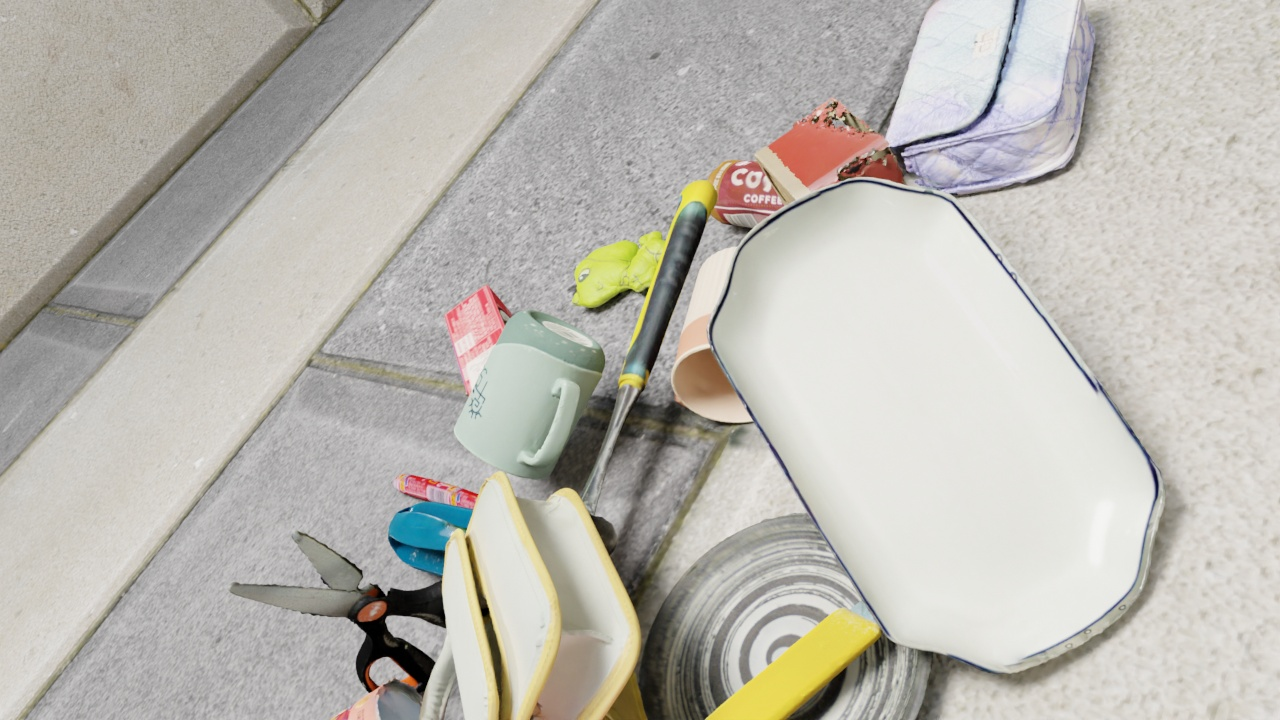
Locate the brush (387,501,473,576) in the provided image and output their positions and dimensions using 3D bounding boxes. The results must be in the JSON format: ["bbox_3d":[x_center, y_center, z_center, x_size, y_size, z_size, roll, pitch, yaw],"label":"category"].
[{"bbox_3d":[-0.146,0.138,0.702,0.144,0.073,0.055,2,69,41],"label":"brush"}]

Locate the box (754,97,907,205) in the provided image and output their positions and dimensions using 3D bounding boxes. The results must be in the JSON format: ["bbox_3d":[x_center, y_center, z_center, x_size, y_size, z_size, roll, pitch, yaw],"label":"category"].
[{"bbox_3d":[0.152,-0.083,0.591,0.077,0.168,0.091,-34,37,8],"label":"box"}]

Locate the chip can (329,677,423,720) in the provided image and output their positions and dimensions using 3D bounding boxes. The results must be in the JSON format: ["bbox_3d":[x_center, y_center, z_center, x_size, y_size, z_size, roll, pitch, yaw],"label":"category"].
[{"bbox_3d":[-0.236,0.300,0.615,0.215,0.071,0.071,-34,37,7],"label":"chip can"}]

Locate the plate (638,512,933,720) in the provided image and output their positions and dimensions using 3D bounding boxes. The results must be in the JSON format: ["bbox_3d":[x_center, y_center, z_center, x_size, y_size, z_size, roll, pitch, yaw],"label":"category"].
[{"bbox_3d":[0.080,0.168,0.518,0.180,0.024,0.179,-25,40,22],"label":"plate"}]

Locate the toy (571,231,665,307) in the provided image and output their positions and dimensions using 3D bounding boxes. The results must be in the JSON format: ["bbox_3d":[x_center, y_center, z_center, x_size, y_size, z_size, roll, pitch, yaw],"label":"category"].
[{"bbox_3d":[-0.018,-0.086,0.859,0.100,0.031,0.096,12,60,42],"label":"toy"}]

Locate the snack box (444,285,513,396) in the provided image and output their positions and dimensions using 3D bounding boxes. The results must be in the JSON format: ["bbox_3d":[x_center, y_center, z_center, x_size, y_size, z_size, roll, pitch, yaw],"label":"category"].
[{"bbox_3d":[-0.128,0.010,0.834,0.058,0.057,0.207,-35,36,3],"label":"snack box"}]

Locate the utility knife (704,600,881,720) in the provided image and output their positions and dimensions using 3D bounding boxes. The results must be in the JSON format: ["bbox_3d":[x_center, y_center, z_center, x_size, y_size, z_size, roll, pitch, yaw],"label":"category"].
[{"bbox_3d":[0.069,0.180,0.481,0.168,0.015,0.033,-40,44,1],"label":"utility knife"}]

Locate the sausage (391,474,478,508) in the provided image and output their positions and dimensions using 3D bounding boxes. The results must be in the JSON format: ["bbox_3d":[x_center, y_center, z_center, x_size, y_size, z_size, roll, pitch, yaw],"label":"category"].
[{"bbox_3d":[-0.172,0.115,0.793,0.156,0.020,0.020,6,56,44],"label":"sausage"}]

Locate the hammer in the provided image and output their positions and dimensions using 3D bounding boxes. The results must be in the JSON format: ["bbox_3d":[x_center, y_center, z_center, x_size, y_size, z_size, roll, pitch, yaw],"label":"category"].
[{"bbox_3d":[-0.004,0.004,0.679,0.126,0.032,0.322,-41,26,62],"label":"hammer"}]

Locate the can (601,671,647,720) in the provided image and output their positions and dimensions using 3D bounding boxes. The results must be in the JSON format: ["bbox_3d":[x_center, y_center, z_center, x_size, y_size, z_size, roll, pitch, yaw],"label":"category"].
[{"bbox_3d":[-0.045,0.215,0.534,0.083,0.057,0.102,-49,33,20],"label":"can"}]

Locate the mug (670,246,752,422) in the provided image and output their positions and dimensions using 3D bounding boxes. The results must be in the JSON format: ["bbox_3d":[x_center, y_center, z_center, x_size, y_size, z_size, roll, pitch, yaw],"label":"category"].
[{"bbox_3d":[0.064,-0.013,0.681,0.115,0.081,0.105,-46,21,47],"label":"mug"}]

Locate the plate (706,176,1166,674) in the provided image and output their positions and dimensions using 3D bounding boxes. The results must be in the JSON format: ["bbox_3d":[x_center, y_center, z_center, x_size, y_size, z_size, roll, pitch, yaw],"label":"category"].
[{"bbox_3d":[0.148,0.028,0.486,0.162,0.034,0.265,-31,75,-2],"label":"plate"}]

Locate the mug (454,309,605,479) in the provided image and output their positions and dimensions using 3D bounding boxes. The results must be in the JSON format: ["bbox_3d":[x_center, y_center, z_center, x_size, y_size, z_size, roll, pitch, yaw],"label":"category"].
[{"bbox_3d":[-0.075,0.028,0.677,0.106,0.082,0.112,-61,31,10],"label":"mug"}]

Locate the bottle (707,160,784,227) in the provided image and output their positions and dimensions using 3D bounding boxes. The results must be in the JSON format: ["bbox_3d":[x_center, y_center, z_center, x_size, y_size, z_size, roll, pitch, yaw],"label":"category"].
[{"bbox_3d":[0.131,-0.132,0.755,0.175,0.057,0.057,19,65,49],"label":"bottle"}]

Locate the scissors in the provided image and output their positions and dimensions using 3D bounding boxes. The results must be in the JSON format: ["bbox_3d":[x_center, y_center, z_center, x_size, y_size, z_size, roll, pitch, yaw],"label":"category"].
[{"bbox_3d":[-0.169,0.171,0.587,0.021,0.226,0.198,48,119,35],"label":"scissors"}]

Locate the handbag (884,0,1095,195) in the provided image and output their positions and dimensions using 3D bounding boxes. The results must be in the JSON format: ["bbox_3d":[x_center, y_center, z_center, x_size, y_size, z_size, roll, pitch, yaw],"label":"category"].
[{"bbox_3d":[0.269,-0.219,0.710,0.134,0.075,0.193,-5,48,38],"label":"handbag"}]

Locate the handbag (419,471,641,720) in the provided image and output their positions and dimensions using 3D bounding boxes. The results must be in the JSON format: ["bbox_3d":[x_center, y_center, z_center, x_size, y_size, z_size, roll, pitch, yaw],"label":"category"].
[{"bbox_3d":[-0.086,0.169,0.523,0.179,0.063,0.163,-60,28,13],"label":"handbag"}]
